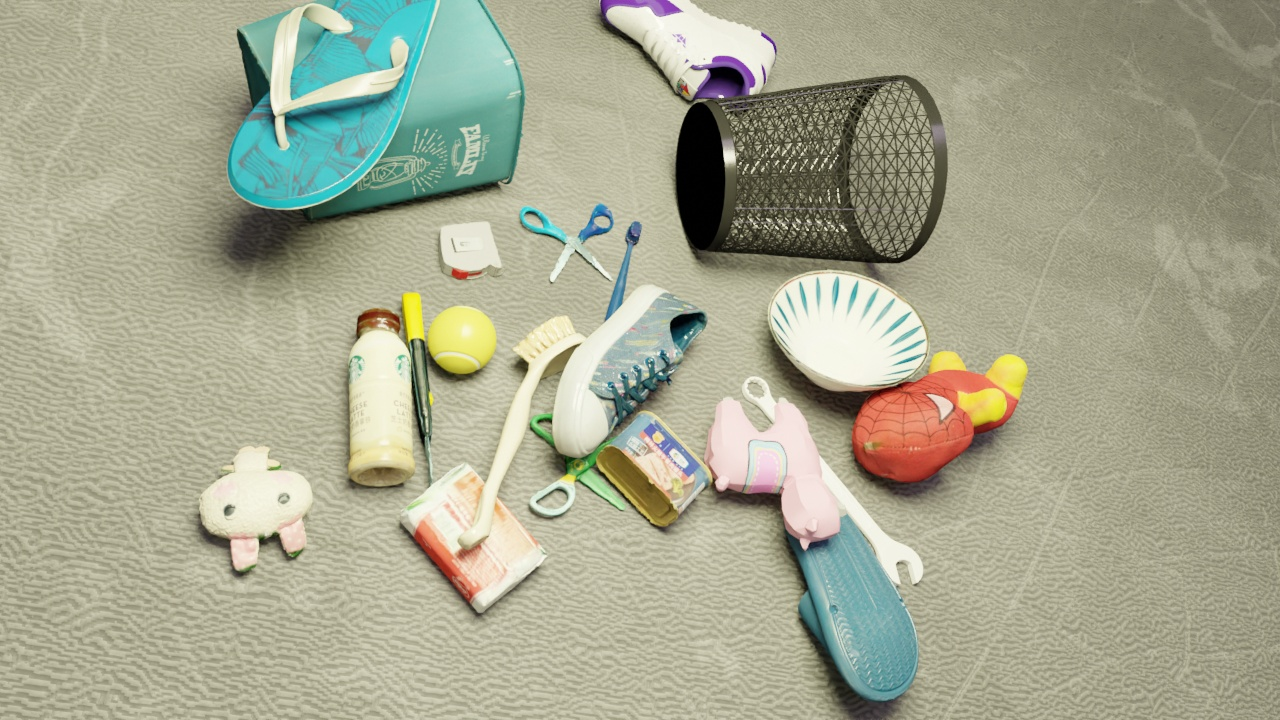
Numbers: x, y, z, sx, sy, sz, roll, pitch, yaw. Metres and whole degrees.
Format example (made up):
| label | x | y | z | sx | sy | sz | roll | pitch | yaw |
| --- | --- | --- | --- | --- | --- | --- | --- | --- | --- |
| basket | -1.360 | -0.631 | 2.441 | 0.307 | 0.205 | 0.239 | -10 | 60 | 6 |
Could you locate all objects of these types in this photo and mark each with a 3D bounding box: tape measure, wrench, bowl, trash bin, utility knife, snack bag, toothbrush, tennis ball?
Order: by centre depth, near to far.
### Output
| label | x | y | z | sx | sy | sz | roll | pitch | yaw |
| --- | --- | --- | --- | --- | --- | --- | --- | --- | --- |
| snack bag | -0.147 | 0.156 | 0.808 | 0.116 | 0.036 | 0.076 | 47 | 56 | 9 |
| utility knife | -0.207 | 0.026 | 0.867 | 0.020 | 0.029 | 0.202 | -4 | 65 | -17 |
| tennis ball | -0.171 | -0.020 | 0.882 | 0.065 | 0.065 | 0.065 | 9 | 59 | -16 |
| trash bin | -0.261 | -0.262 | 0.923 | 0.218 | 0.197 | 0.199 | -24 | 72 | -23 |
| tape measure | -0.180 | -0.115 | 0.961 | 0.062 | 0.020 | 0.060 | -9 | 65 | -25 |
| wrench | 0.200 | 0.125 | 0.973 | 0.047 | 0.009 | 0.273 | -31 | 76 | -32 |
| toothbrush | -0.022 | -0.079 | 1.002 | 0.016 | 0.017 | 0.189 | 19 | 57 | -9 |
| bowl | 0.222 | -0.016 | 1.014 | 0.177 | 0.071 | 0.177 | 4 | 47 | -5 |
| trash bin | 0.181 | -0.213 | 1.050 | 0.243 | 0.217 | 0.216 | -5 | 63 | -16 |

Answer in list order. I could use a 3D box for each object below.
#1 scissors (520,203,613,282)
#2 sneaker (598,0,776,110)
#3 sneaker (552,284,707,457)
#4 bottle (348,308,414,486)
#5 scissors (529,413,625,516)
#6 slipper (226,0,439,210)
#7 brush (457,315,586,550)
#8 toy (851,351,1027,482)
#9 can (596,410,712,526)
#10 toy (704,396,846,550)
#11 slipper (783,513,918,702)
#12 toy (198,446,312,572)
| label | x | y | z | sx | sy | sz | roll | pitch | yaw |
| --- | --- | --- | --- | --- | --- | --- | --- | --- | --- |
| scissors | -0.072 | -0.137 | 1.018 | 0.127 | 0.014 | 0.133 | 45 | 55 | 8 |
| sneaker | 0.051 | -0.393 | 1.174 | 0.244 | 0.092 | 0.111 | 20 | 66 | -9 |
| sneaker | -0.005 | 0.005 | 0.898 | 0.079 | 0.087 | 0.234 | 11 | 43 | 24 |
| bottle | -0.237 | 0.030 | 0.834 | 0.056 | 0.057 | 0.162 | 1 | 61 | -20 |
| scissors | -0.065 | 0.104 | 0.884 | 0.125 | 0.011 | 0.131 | 42 | 53 | 4 |
| slipper | -0.254 | -0.256 | 0.794 | 0.118 | 0.060 | 0.294 | 21 | 68 | -5 |
| brush | -0.111 | 0.059 | 0.847 | 0.077 | 0.062 | 0.271 | 22 | 48 | -1 |
| toy | 0.316 | 0.059 | 0.990 | 0.215 | 0.148 | 0.099 | -26 | 102 | -33 |
| can | 0.013 | 0.105 | 0.883 | 0.100 | 0.054 | 0.058 | 45 | 52 | 4 |
| toy | 0.130 | 0.110 | 0.899 | 0.123 | 0.067 | 0.157 | 0 | 46 | -11 |
| slipper | 0.198 | 0.227 | 0.886 | 0.103 | 0.059 | 0.213 | 4 | 46 | -23 |
| toy | -0.319 | 0.116 | 0.763 | 0.087 | 0.050 | 0.112 | -7 | 70 | -24 |
